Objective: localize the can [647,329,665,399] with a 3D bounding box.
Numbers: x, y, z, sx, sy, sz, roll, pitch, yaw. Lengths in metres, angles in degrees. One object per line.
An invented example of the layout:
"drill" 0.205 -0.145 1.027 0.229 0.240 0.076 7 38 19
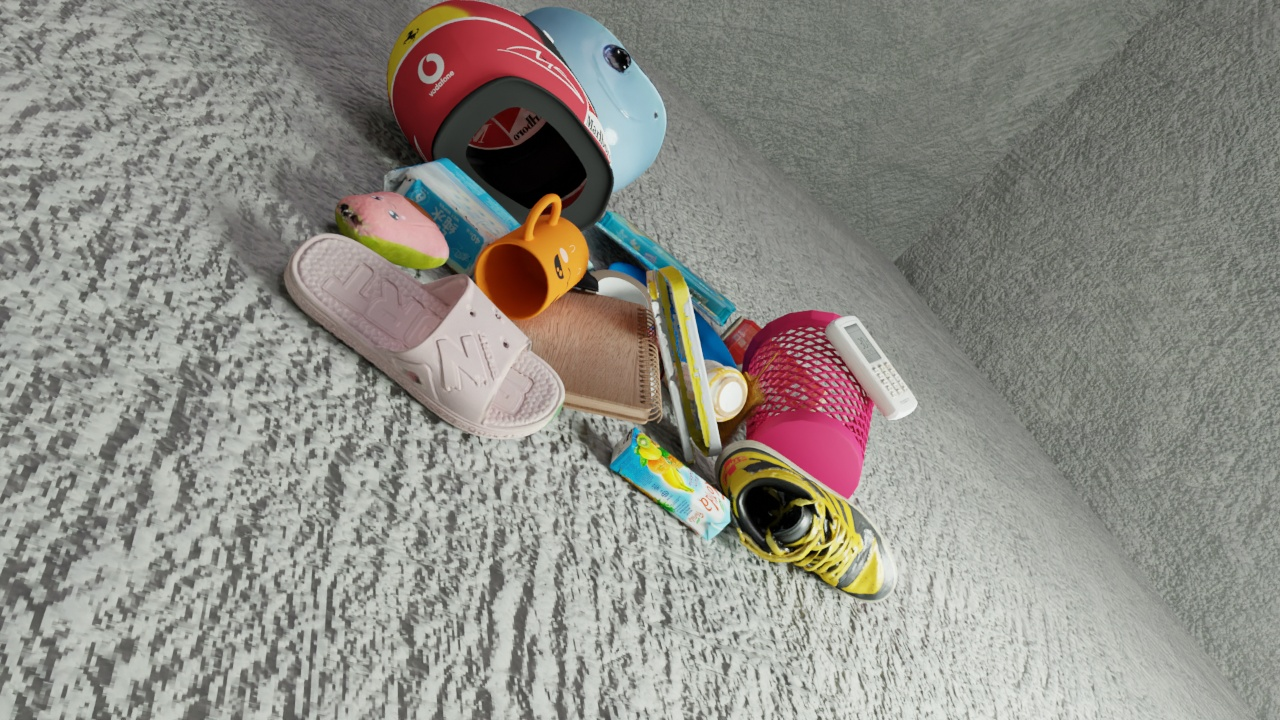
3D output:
"can" -0.006 0.006 0.974 0.064 0.064 0.104 42 21 -6

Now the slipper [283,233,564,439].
"slipper" -0.159 -0.023 0.711 0.239 0.065 0.094 34 50 -13

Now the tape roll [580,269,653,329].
"tape roll" -0.027 -0.063 1.069 0.093 0.030 0.093 18 41 -17

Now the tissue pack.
"tissue pack" -0.187 -0.141 0.928 0.144 0.062 0.092 41 23 -2

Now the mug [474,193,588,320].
"mug" -0.099 -0.106 0.873 0.078 0.113 0.095 21 28 11

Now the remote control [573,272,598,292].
"remote control" -0.081 -0.097 1.020 0.041 0.020 0.152 12 9 -20

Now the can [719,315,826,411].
"can" 0.186 0.014 1.303 0.170 0.067 0.067 44 21 -2

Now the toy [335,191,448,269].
"toy" -0.225 -0.117 0.826 0.090 0.051 0.109 49 22 15

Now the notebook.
"notebook" -0.065 -0.016 0.876 0.169 0.022 0.210 12 28 -8

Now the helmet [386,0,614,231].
"helmet" -0.165 -0.292 1.065 0.271 0.198 0.224 35 22 -43

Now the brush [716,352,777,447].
"brush" 0.121 0.042 1.042 0.017 0.127 0.048 17 34 -28

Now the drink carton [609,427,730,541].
"drink carton" 0.030 0.118 0.864 0.129 0.039 0.044 39 22 -13

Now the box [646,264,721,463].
"box" 0.039 0.007 0.942 0.065 0.044 0.210 -120 -165 -65

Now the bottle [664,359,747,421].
"bottle" 0.071 0.029 1.042 0.063 0.063 0.109 29 -5 -34

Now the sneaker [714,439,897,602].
"sneaker" 0.179 0.179 0.933 0.238 0.086 0.122 38 9 -5

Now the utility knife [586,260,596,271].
"utility knife" -0.092 -0.148 1.180 0.120 0.015 0.022 49 -10 8

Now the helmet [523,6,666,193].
"helmet" -0.098 -0.336 1.242 0.265 0.226 0.166 53 43 -19

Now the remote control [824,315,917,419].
"remote control" 0.271 0.008 1.079 0.060 0.026 0.138 -16 68 -51

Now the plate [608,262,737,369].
"plate" 0.038 -0.040 1.195 0.224 0.024 0.224 37 22 -18

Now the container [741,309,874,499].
"container" 0.202 0.069 1.108 0.183 0.184 0.225 41 29 -9

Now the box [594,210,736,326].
"box" 0.031 -0.126 1.264 0.227 0.039 0.181 39 9 3
